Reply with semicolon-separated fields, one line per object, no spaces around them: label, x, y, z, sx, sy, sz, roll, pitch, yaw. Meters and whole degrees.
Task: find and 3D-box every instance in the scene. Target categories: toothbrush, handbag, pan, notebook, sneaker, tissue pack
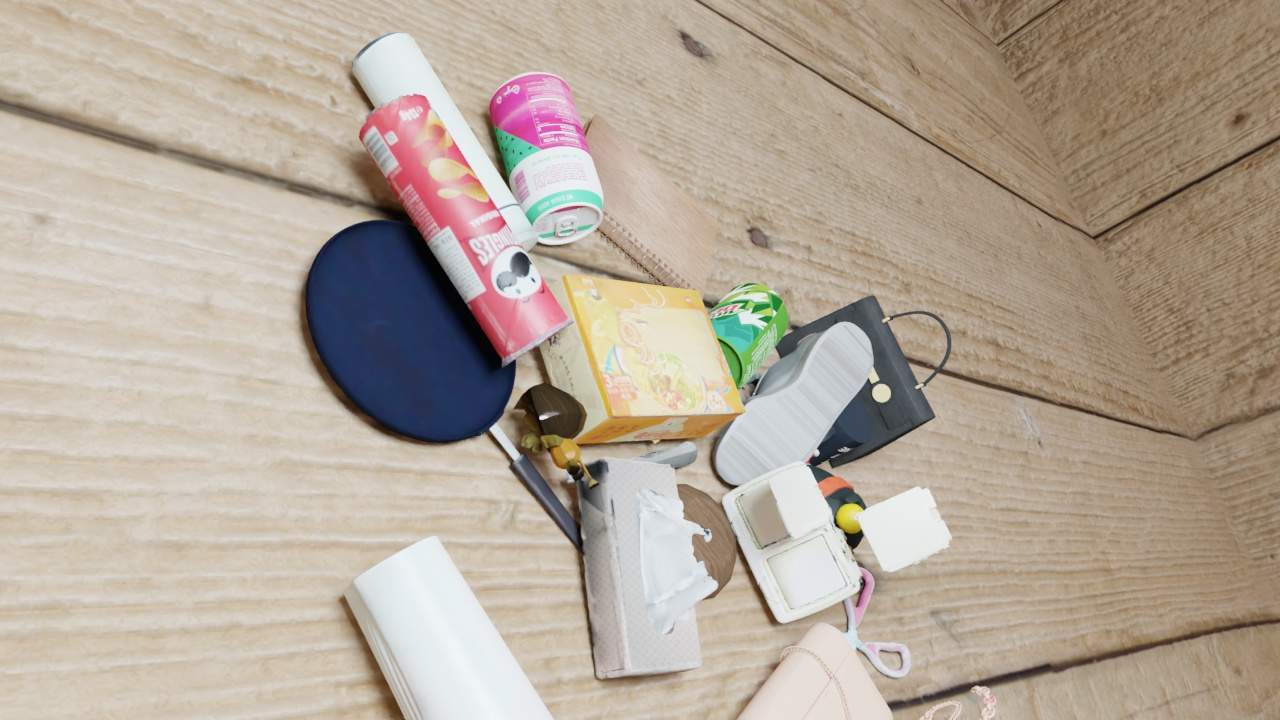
toothbrush;-0.006;0.101;0.870;0.185;0.022;0.024;-6;83;-50
handbag;0.290;0.009;1.119;0.072;0.196;0.175;-7;69;-49
pan;-0.140;0.038;0.772;0.356;0.021;0.198;54;36;-9
handbag;0.202;0.306;0.814;0.198;0.188;0.116;-30;94;-48
notebook;0.002;-0.175;1.083;0.210;0.022;0.168;38;40;-22
sneaker;0.159;0.053;1.022;0.235;0.090;0.099;-42;93;-19
tissue pack;0.007;0.173;0.784;0.103;0.071;0.181;12;60;-40

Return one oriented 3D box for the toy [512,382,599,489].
toy;-0.068;0.067;0.774;0.100;0.062;0.076;58;-4;20

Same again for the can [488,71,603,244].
can;-0.096;-0.209;0.943;0.088;0.088;0.165;5;61;-46

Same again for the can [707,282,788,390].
can;0.106;-0.025;1.035;0.083;0.083;0.143;52;38;-5

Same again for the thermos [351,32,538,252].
thermos;-0.182;-0.192;0.857;0.067;0.068;0.230;-29;87;-53

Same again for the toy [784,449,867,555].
toy;0.186;0.158;0.987;0.119;0.098;0.099;50;15;30

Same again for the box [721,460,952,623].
box;0.180;0.156;0.875;0.143;0.194;0.101;63;15;12

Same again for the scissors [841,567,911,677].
scissors;0.247;0.311;1.004;0.158;0.014;0.172;51;37;-7

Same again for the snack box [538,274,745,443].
snack box;-0.005;0.005;0.893;0.195;0.081;0.145;2;61;-48

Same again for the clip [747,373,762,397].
clip;0.161;0.038;1.101;0.076;0.023;0.047;12;57;-40

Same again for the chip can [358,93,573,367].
chip can;-0.150;-0.111;0.784;0.233;0.073;0.073;58;37;-4

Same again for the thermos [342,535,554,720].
thermos;-0.111;0.228;0.611;0.099;0.100;0.220;-20;76;-52

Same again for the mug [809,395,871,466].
mug;0.211;0.085;1.075;0.104;0.078;0.071;-27;84;-52

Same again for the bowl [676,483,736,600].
bowl;0.056;0.169;0.883;0.117;0.030;0.117;27;46;-33
